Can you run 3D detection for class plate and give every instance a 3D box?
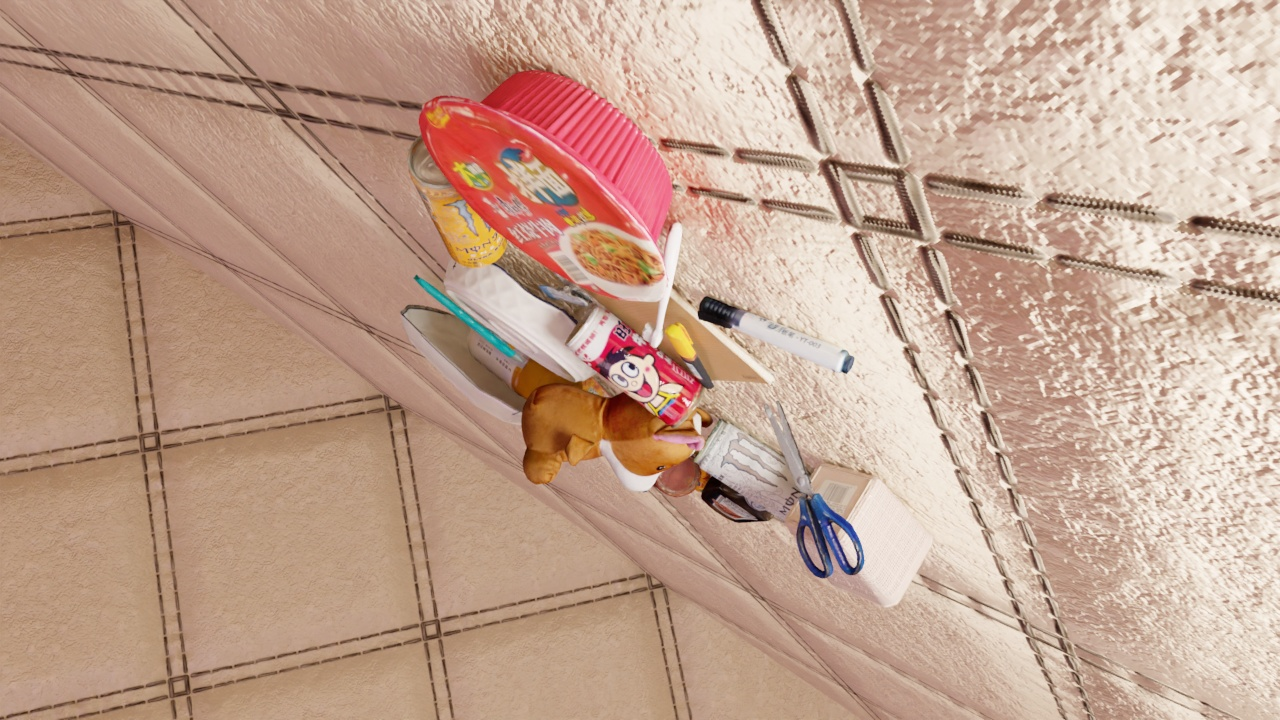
[{"bbox_3d":[-0.126,-0.043,0.977,0.205,0.045,0.205,34,172,5],"label":"plate"},{"bbox_3d":[-0.208,0.009,1.179,0.266,0.034,0.161,38,-165,31],"label":"plate"}]

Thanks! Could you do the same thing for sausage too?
[{"bbox_3d":[0.082,0.152,1.222,0.021,0.021,0.165,31,164,12],"label":"sausage"}]

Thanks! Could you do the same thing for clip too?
[{"bbox_3d":[-0.068,-0.064,0.870,0.058,0.045,0.027,26,165,32],"label":"clip"}]

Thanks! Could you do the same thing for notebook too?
[{"bbox_3d":[0.007,-0.046,0.815,0.211,0.012,0.150,39,165,-19],"label":"notebook"}]

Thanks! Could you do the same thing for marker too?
[{"bbox_3d":[0.046,-0.002,0.818,0.018,0.015,0.124,29,168,28],"label":"marker"},{"bbox_3d":[0.099,-0.019,0.691,0.131,0.022,0.018,26,156,31],"label":"marker"}]

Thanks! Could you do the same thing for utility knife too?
[{"bbox_3d":[-0.187,-0.045,1.005,0.151,0.012,0.029,41,168,-23],"label":"utility knife"}]

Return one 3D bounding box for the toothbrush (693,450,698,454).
[{"bbox_3d":[0.022,0.094,1.179,0.015,0.016,0.190,43,162,-34],"label":"toothbrush"}]

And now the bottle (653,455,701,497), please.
[{"bbox_3d":[0.037,0.142,1.196,0.060,0.059,0.206,34,174,-1],"label":"bottle"}]

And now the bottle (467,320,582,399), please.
[{"bbox_3d":[-0.129,0.011,1.096,0.189,0.068,0.068,36,167,31],"label":"bottle"}]

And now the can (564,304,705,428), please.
[{"bbox_3d":[-0.005,0.005,0.874,0.132,0.053,0.053,37,164,-10],"label":"can"}]

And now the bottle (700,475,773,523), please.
[{"bbox_3d":[0.134,0.165,1.121,0.080,0.044,0.195,34,163,-5],"label":"bottle"}]

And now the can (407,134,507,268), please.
[{"bbox_3d":[-0.153,-0.134,0.780,0.058,0.058,0.146,31,164,12],"label":"can"}]

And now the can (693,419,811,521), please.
[{"bbox_3d":[0.132,0.124,0.975,0.147,0.058,0.058,33,164,5],"label":"can"}]

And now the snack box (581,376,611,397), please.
[{"bbox_3d":[-0.061,0.054,1.181,0.156,0.027,0.077,47,160,-21],"label":"snack box"}]

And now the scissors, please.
[{"bbox_3d":[0.157,0.116,0.827,0.125,0.012,0.174,16,117,49],"label":"scissors"}]

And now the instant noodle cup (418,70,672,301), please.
[{"bbox_3d":[-0.049,-0.121,0.607,0.194,0.065,0.194,32,163,11],"label":"instant noodle cup"}]

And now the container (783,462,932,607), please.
[{"bbox_3d":[0.209,0.166,0.896,0.111,0.089,0.090,47,160,-31],"label":"container"}]

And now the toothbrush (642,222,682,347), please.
[{"bbox_3d":[0.016,-0.056,0.717,0.016,0.016,0.180,32,156,10],"label":"toothbrush"}]

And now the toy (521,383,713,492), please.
[{"bbox_3d":[-0.025,0.081,0.963,0.140,0.200,0.130,-74,-25,-72],"label":"toy"}]
